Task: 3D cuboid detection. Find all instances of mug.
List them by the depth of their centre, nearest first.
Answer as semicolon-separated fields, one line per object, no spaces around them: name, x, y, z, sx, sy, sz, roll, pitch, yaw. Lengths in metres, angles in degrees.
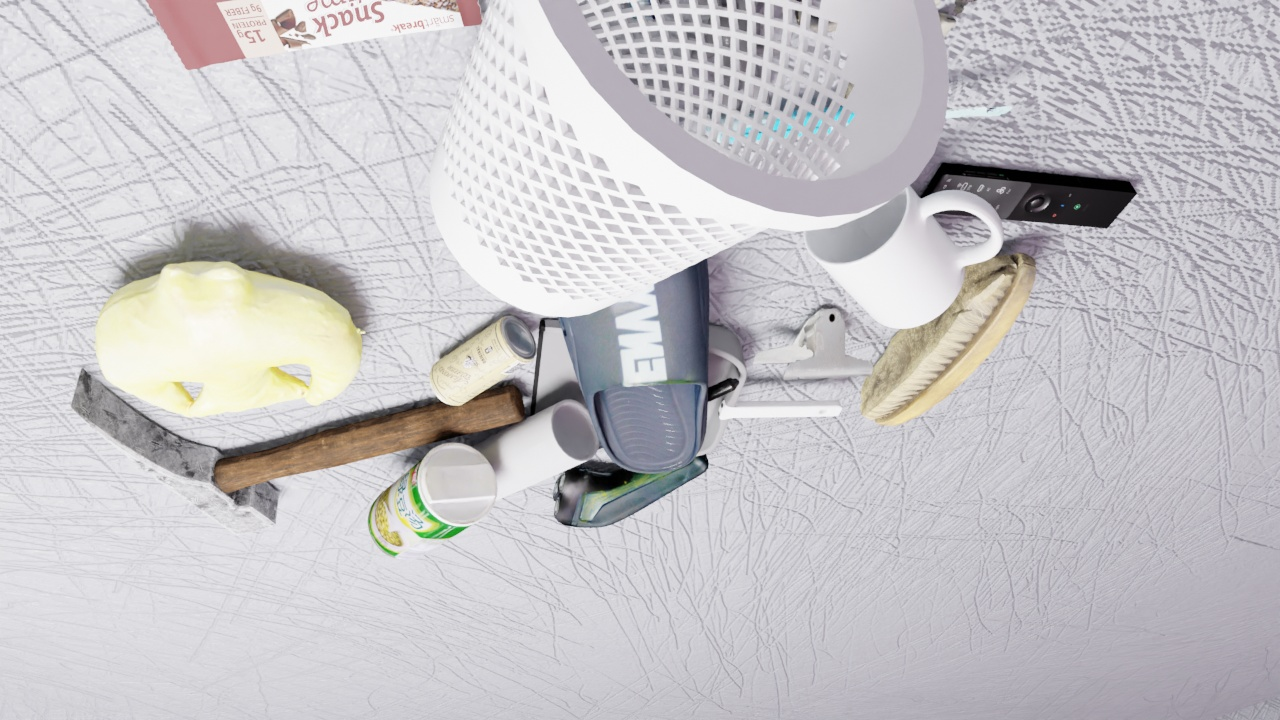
mug;0.177;-0.077;0.599;0.111;0.073;0.090;-15;146;36

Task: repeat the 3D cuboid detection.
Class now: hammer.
hammer;-0.250;0.048;0.726;0.301;0.037;0.218;-14;143;7

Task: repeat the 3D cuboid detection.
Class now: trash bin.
trash bin;-0.004;-0.115;0.425;0.195;0.195;0.200;12;158;-26

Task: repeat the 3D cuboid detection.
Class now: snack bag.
snack bag;-0.162;-0.179;0.457;0.158;0.013;0.057;-8;145;0

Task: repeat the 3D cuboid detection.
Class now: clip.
clip;0.139;-0.009;0.720;0.102;0.052;0.058;-1;159;-37

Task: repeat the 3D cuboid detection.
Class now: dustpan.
dustpan;0.041;0.031;0.761;0.257;0.033;0.163;0;143;-11

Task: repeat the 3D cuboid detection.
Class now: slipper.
slipper;-0.004;0.004;0.648;0.111;0.083;0.269;-3;133;5

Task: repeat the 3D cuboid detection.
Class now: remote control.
remote control;0.267;-0.112;0.629;0.150;0.013;0.034;2;142;-14

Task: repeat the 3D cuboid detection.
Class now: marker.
marker;0.018;0.045;0.750;0.152;0.011;0.011;-26;140;32

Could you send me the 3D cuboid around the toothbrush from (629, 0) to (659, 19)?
toothbrush;-0.005;-0.236;0.410;0.017;0.016;0.189;0;144;6

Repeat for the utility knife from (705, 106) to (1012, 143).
utility knife;0.127;-0.144;0.540;0.179;0.015;0.022;-4;156;6

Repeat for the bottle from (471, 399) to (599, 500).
bottle;-0.120;0.090;0.786;0.052;0.052;0.196;26;141;-38

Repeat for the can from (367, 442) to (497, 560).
can;-0.173;0.118;0.756;0.067;0.067;0.121;17;147;-30

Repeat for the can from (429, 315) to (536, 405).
can;-0.119;0.001;0.686;0.080;0.038;0.038;-30;138;27

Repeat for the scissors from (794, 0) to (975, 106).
scissors;0.159;-0.192;0.501;0.165;0.012;0.158;7;143;-19

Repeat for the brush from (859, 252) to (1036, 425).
brush;0.235;-0.013;0.720;0.043;0.059;0.196;16;136;-16

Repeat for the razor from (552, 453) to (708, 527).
razor;-0.012;0.111;0.852;0.151;0.053;0.067;-22;125;8

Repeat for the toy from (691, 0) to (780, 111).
toy;0.049;-0.176;0.488;0.049;0.030;0.112;1;151;14

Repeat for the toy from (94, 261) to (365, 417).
toy;-0.273;-0.014;0.614;0.170;0.064;0.155;-5;143;-11
